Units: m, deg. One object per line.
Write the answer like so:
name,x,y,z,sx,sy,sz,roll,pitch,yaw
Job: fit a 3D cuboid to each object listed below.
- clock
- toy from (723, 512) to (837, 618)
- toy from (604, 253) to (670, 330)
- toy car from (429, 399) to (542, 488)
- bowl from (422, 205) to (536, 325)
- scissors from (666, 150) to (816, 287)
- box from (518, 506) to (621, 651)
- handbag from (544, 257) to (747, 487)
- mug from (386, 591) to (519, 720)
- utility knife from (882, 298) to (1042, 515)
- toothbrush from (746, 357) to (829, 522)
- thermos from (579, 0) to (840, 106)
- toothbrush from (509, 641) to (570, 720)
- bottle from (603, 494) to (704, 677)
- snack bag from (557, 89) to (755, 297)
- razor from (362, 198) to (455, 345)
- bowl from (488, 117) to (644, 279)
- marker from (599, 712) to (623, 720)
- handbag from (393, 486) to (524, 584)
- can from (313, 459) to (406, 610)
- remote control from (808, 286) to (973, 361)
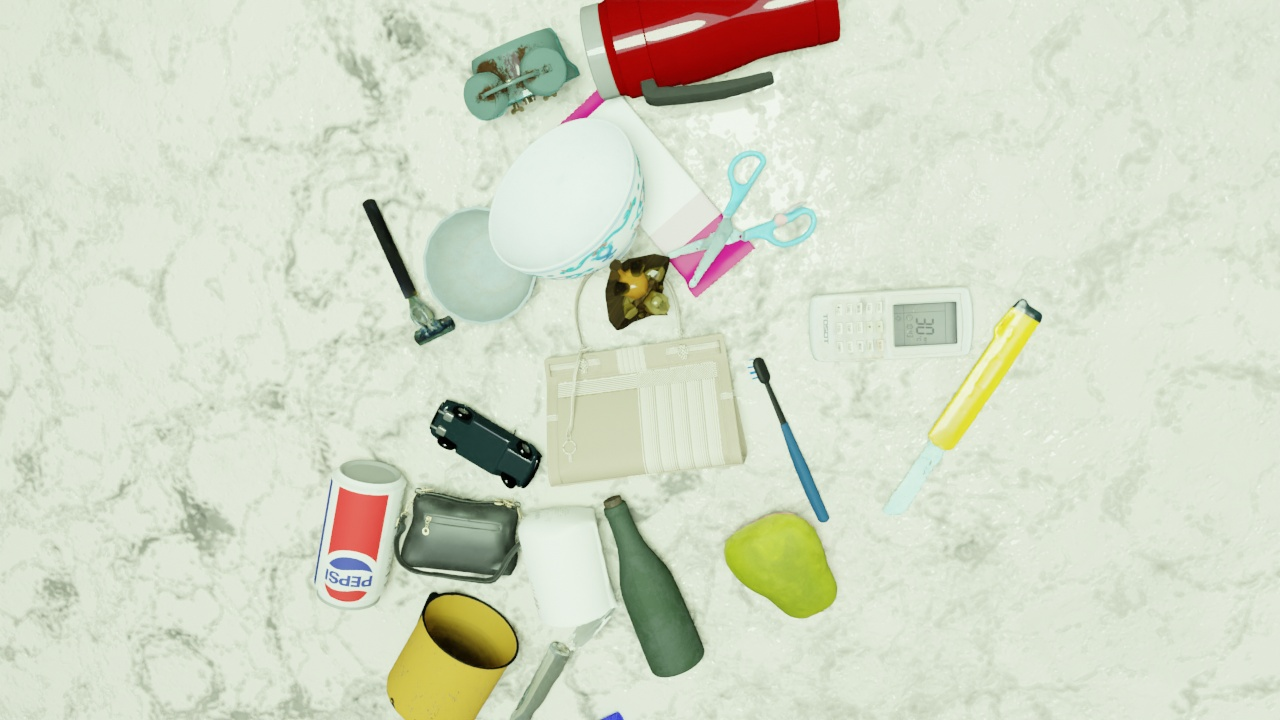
clock,-0.100,-0.235,0.760,0.090,0.124,0.053,-21,106,12
toy,0.133,0.192,0.843,0.090,0.051,0.110,-32,97,16
toy,-0.004,-0.062,0.770,0.062,0.100,0.076,36,88,18
toy car,-0.147,0.079,0.875,0.112,0.034,0.046,30,104,3
bowl,-0.141,-0.088,0.838,0.106,0.039,0.106,2,101,9
scissors,0.079,-0.128,0.795,0.140,0.015,0.111,-19,93,-7
box,-0.060,0.208,0.866,0.089,0.080,0.143,-11,101,-8
handbag,-0.005,0.005,0.836,0.176,0.062,0.198,-8,91,10
mug,-0.191,0.289,0.898,0.123,0.100,0.094,45,111,41
utility knife,0.279,0.046,0.807,0.030,0.019,0.224,32,100,8
toothbrush,0.136,0.074,0.837,0.014,0.014,0.168,-15,103,46
thermos,0.058,-0.262,0.744,0.199,0.084,0.108,-12,77,9
toothbrush,-0.123,0.364,0.935,0.024,0.022,0.186,31,106,5
bottle,0.005,0.209,0.866,0.055,0.055,0.174,-21,96,12
snack bag,0.012,-0.152,0.813,0.070,0.016,0.196,-41,92,10
razor,-0.225,-0.085,0.862,0.043,0.022,0.144,-25,96,12
bowl,-0.049,-0.122,0.775,0.144,0.074,0.143,-16,59,27
marker,-0.080,0.395,0.934,0.142,0.020,0.020,-30,95,13
handbag,-0.171,0.165,0.881,0.128,0.054,0.079,7,96,-4
can,-0.274,0.169,0.895,0.070,0.070,0.132,15,103,6
remote control,0.217,-0.031,0.798,0.138,0.025,0.060,-3,101,10
